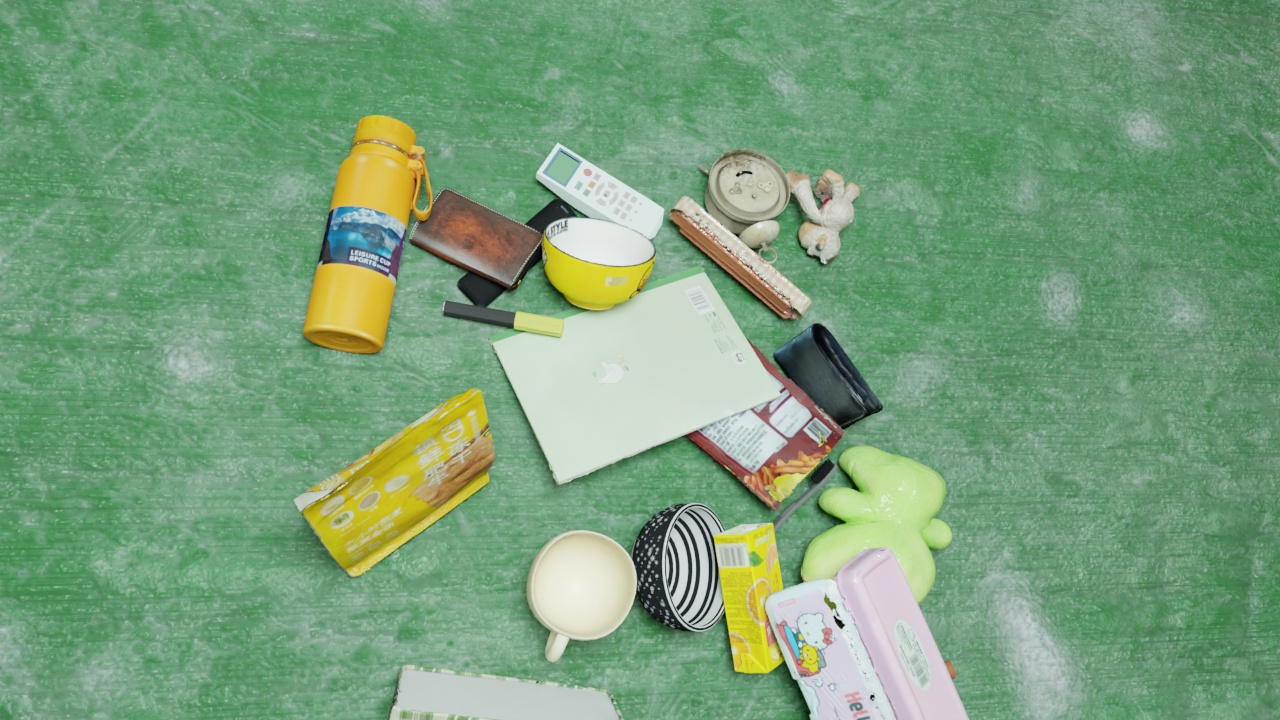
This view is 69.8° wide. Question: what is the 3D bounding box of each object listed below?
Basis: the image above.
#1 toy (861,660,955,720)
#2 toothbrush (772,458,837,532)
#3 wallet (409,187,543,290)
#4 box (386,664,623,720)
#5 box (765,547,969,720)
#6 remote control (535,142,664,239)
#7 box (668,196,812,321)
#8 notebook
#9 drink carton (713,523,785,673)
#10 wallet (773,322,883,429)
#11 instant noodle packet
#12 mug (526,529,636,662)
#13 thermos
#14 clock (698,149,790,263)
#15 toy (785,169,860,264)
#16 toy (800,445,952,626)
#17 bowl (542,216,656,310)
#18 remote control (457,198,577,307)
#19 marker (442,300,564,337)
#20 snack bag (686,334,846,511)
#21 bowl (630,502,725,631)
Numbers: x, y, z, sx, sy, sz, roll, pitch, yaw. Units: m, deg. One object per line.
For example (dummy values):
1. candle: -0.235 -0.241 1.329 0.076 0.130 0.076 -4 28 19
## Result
1. toy: 0.263 0.331 0.921 0.127 0.065 0.095 -10 94 -17
2. toothbrush: 0.146 0.166 0.952 0.167 0.013 0.013 -46 106 -10
3. wallet: -0.169 -0.126 0.952 0.123 0.019 0.072 26 70 7
4. box: -0.118 0.319 0.804 0.205 0.118 0.051 10 89 -12
5. box: 0.216 0.287 0.846 0.146 0.077 0.201 -23 86 -11
6. remote control: -0.043 -0.178 1.007 0.143 0.024 0.049 31 62 -5
7. box: 0.108 -0.108 1.002 0.187 0.083 0.041 41 80 -2
8. notebook: -0.006 0.006 0.948 0.252 0.010 0.182 -20 65 -18
9. drink carton: 0.113 0.232 0.900 0.058 0.043 0.134 -5 86 -55
10. wallet: 0.195 0.022 0.977 0.026 0.089 0.115 -32 84 -25
11. instant noodle packet: -0.209 0.097 0.789 0.162 0.222 0.084 -34 82 -21
12. mug: -0.063 0.220 0.854 0.096 0.100 0.120 23 73 -4
13. thermos: -0.267 -0.125 0.916 0.091 0.076 0.232 19 69 -36
14. clock: 0.122 -0.169 1.030 0.092 0.055 0.140 -12 71 -17
15. toy: 0.211 -0.163 1.051 0.085 0.074 0.106 -5 97 -57
16. toy: 0.247 0.184 0.942 0.150 0.107 0.196 22 63 -9
17. bowl: -0.047 -0.095 0.952 0.117 0.068 0.117 9 30 -6
18. remote control: -0.127 -0.116 0.973 0.041 0.020 0.151 45 72 2
19. marker: -0.141 -0.043 0.941 0.124 0.021 0.017 10 102 -2
20. snack bag: 0.104 0.045 0.964 0.208 0.067 0.138 43 70 7
21. bowl: 0.030 0.200 0.891 0.120 0.066 0.120 18 67 -51
